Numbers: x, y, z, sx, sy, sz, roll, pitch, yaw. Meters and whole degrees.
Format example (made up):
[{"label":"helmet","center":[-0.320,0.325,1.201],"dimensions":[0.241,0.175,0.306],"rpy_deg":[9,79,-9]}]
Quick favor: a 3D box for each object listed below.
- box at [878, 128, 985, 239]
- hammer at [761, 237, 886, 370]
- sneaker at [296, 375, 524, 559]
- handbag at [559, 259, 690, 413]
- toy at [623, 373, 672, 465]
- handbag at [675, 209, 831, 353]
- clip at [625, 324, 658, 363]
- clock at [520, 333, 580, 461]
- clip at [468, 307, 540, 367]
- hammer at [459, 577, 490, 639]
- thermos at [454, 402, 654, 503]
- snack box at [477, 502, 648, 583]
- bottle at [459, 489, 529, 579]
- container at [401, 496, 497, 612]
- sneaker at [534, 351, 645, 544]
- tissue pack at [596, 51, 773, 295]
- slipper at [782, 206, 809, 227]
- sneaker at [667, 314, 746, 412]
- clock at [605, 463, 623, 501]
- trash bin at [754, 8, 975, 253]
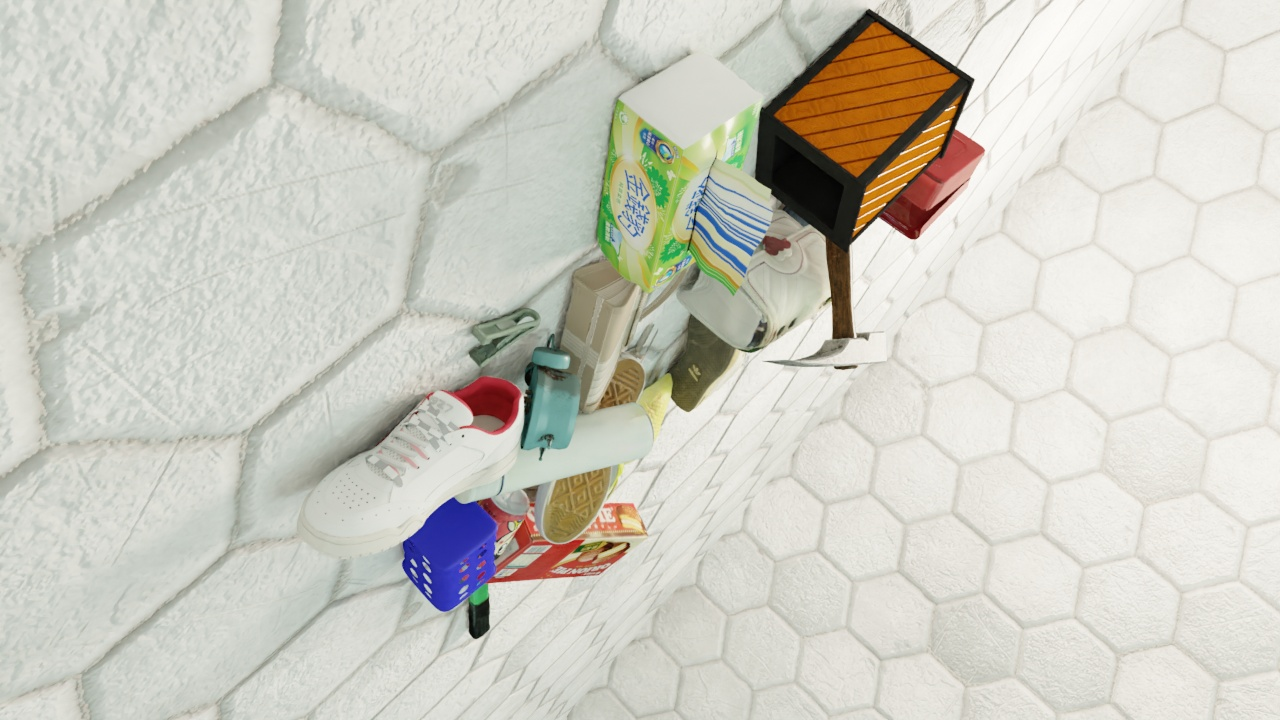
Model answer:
[{"label":"box","center":[0.351,-0.270,1.205],"dimensions":[0.137,0.157,0.127],"rpy_deg":[-44,158,-16]},{"label":"hammer","center":[0.215,-0.137,1.086],"dimensions":[0.217,0.037,0.300],"rpy_deg":[-3,90,-46]},{"label":"sneaker","center":[-0.191,0.076,0.801],"dimensions":[0.235,0.090,0.104],"rpy_deg":[-26,143,-47]},{"label":"handbag","center":[-0.003,-0.063,0.992],"dimensions":[0.197,0.062,0.176],"rpy_deg":[-41,162,-36]},{"label":"toy","center":[-0.005,0.096,1.306],"dimensions":[0.154,0.064,0.171],"rpy_deg":[-53,173,-30]},{"label":"handbag","center":[0.159,-0.101,1.139],"dimensions":[0.198,0.142,0.096],"rpy_deg":[-32,155,-43]},{"label":"clip","center":[-0.005,0.006,1.157],"dimensions":[0.054,0.044,0.102],"rpy_deg":[-47,166,-49]},{"label":"clock","center":[-0.092,0.034,0.918],"dimensions":[0.090,0.053,0.124],"rpy_deg":[132,-34,-66]},{"label":"clip","center":[-0.122,-0.027,0.838],"dimensions":[0.075,0.023,0.061],"rpy_deg":[-32,158,-35]},{"label":"hammer","center":[-0.236,0.347,1.349],"dimensions":[0.130,0.032,0.320],"rpy_deg":[-38,160,-29]},{"label":"thermos","center":[-0.094,0.096,0.984],"dimensions":[0.229,0.068,0.068],"rpy_deg":[-10,143,-34]},{"label":"snack box","center":[-0.106,0.245,1.242],"dimensions":[0.113,0.060,0.236],"rpy_deg":[-42,149,27]},{"label":"bottle","center":[-0.190,0.214,1.122],"dimensions":[0.061,0.062,0.138],"rpy_deg":[-19,146,-56]},{"label":"container","center":[-0.213,0.207,1.018],"dimensions":[0.084,0.085,0.114],"rpy_deg":[-37,158,-31]},{"label":"sneaker","center":[-0.075,0.097,1.099],"dimensions":[0.118,0.088,0.241],"rpy_deg":[24,89,-39]},{"label":"tissue pack","center":[0.051,-0.140,0.801],"dimensions":[0.120,0.141,0.198],"rpy_deg":[-40,161,-22]},{"label":"slipper","center":[0.228,-0.152,1.285],"dimensions":[0.101,0.082,0.264],"rpy_deg":[-35,159,-29]},{"label":"sneaker","center":[0.115,-0.019,1.284],"dimensions":[0.102,0.089,0.242],"rpy_deg":[-25,157,-32]},{"label":"clock","center":[-0.064,0.144,1.200],"dimensions":[0.083,0.057,0.119],"rpy_deg":[-55,142,-19]},{"label":"trash bin","center":[0.238,-0.249,1.007],"dimensions":[0.171,0.140,0.140],"rpy_deg":[-44,162,-12]}]
